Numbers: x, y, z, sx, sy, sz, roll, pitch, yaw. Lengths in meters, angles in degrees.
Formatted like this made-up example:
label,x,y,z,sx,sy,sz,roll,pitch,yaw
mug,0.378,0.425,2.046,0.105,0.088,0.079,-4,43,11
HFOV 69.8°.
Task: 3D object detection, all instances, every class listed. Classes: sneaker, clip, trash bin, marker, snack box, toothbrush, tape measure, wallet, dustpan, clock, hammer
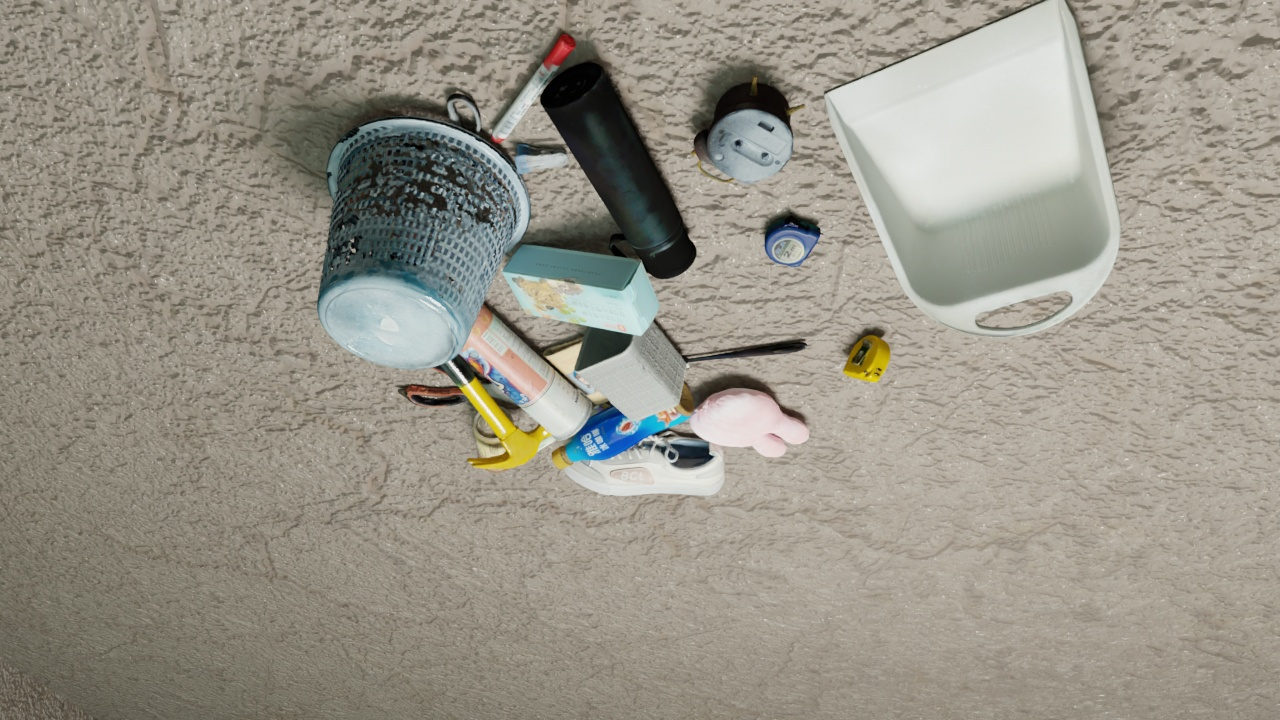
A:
label,x,y,z,sx,sy,sz,roll,pitch,yaw
sneaker,0.002,0.137,1.308,0.242,0.089,0.091,5,138,5
clip,-0.104,-0.213,0.969,0.058,0.043,0.027,-1,137,1
trash bin,-0.241,-0.107,0.970,0.226,0.194,0.227,3,145,2
marker,-0.109,-0.266,0.909,0.017,0.017,0.146,29,137,-22
snack box,-0.069,-0.082,1.050,0.175,0.051,0.074,12,145,31
toothbrush,0.123,-0.006,1.171,0.181,0.015,0.018,-9,143,22
tape measure,0.164,-0.131,1.007,0.054,0.025,0.058,20,135,-9
wallet,-0.062,0.013,1.226,0.087,0.024,0.115,-15,133,34
tape measure,0.274,-0.003,1.111,0.029,0.057,0.060,25,178,-21
dustpan,0.325,-0.153,0.860,0.223,0.142,0.258,-17,135,28
toothbrush,-0.112,0.104,1.344,0.029,0.020,0.190,30,137,-33
clock,0.101,-0.215,0.897,0.082,0.055,0.122,24,139,-17
hammer,-0.233,0.026,1.217,0.301,0.128,0.033,57,166,-26

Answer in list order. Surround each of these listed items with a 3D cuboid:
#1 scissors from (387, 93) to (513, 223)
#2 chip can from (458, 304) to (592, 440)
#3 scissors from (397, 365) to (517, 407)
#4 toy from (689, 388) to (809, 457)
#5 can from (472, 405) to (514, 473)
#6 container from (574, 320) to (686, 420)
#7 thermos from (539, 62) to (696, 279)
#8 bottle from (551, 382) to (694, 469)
label,x,y,z,sx,sy,sz,roll,pitch,yaw
scissors,-0.195,-0.215,0.990,0.159,0.014,0.181,13,141,-5
chip can,-0.159,0.014,1.196,0.071,0.071,0.214,-24,125,34
scissors,-0.244,0.036,1.293,0.227,0.015,0.190,34,134,-26
toy,0.147,0.087,1.247,0.159,0.054,0.122,26,139,-26
can,-0.211,0.116,1.337,0.058,0.058,0.116,9,148,1
container,-0.007,0.007,1.146,0.090,0.090,0.114,-22,126,33
thermos,-0.025,-0.182,0.948,0.090,0.068,0.242,-15,134,19
bottle,-0.030,0.094,1.254,0.219,0.065,0.065,-30,127,25
